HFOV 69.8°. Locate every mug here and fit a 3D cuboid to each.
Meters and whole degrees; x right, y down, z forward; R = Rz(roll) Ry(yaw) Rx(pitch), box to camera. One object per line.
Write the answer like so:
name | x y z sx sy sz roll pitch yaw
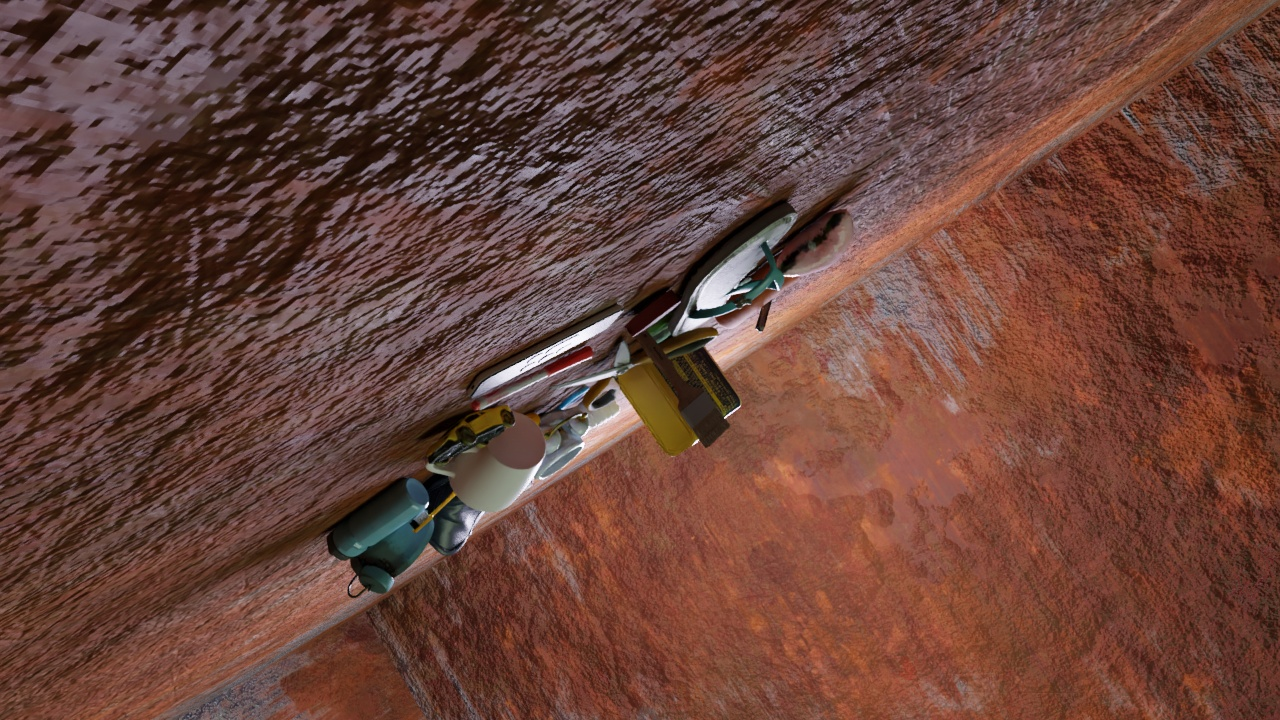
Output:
mug | -0.160 0.101 0.943 0.114 0.080 0.088 8 144 -30

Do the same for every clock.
clock | -0.108 0.096 1.115 0.083 0.057 0.118 -28 163 -39
clock | -0.289 0.213 1.037 0.124 0.053 0.090 -49 -154 -15

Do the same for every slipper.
slipper | 0.085 -0.065 0.899 0.098 0.054 0.269 -28 171 -21
slipper | -0.237 0.200 1.134 0.266 0.083 0.108 -37 152 33

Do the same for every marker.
marker | -0.097 0.016 0.834 0.141 0.013 0.013 -27 172 -41

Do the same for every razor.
razor | 0.162 -0.075 1.170 0.043 0.026 0.105 -36 -157 44

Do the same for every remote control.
remote control | -0.077 -0.008 0.758 0.146 0.008 0.045 -29 173 -32

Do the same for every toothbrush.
toothbrush | -0.181 0.123 1.024 0.196 0.031 0.031 -44 -164 -32

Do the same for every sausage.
sausage | 0.143 -0.085 1.127 0.044 0.039 0.165 -36 177 -39

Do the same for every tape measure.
tape measure | 0.014 -0.048 0.864 0.051 0.019 0.058 -38 180 23

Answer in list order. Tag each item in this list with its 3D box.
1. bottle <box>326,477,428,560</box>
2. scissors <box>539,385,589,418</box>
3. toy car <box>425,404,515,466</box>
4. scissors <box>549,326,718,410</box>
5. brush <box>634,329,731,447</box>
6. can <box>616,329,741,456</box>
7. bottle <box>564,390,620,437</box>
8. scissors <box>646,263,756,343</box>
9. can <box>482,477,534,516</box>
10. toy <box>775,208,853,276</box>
bottle | -0.286 0.174 0.983 0.130 0.040 0.040 -35 174 16
scissors | -0.116 0.069 1.161 0.140 0.011 0.134 -35 171 7
toy car | -0.157 0.067 0.845 0.049 0.030 0.106 -35 176 28
scissors | -0.007 0.007 1.065 0.229 0.016 0.226 -22 165 -14
brush | 0.035 0.020 0.920 0.008 0.143 0.045 -37 -179 45
can | 0.051 0.038 1.192 0.104 0.135 0.075 -31 174 -38
bottle | -0.094 0.088 1.263 0.136 0.044 0.044 -31 174 -14
scissors | 0.064 -0.061 1.061 0.171 0.024 0.166 -26 166 -32
can | -0.205 0.170 1.250 0.114 0.063 0.063 -30 173 -24
toy | 0.204 -0.130 1.027 0.103 0.050 0.093 -40 168 29
